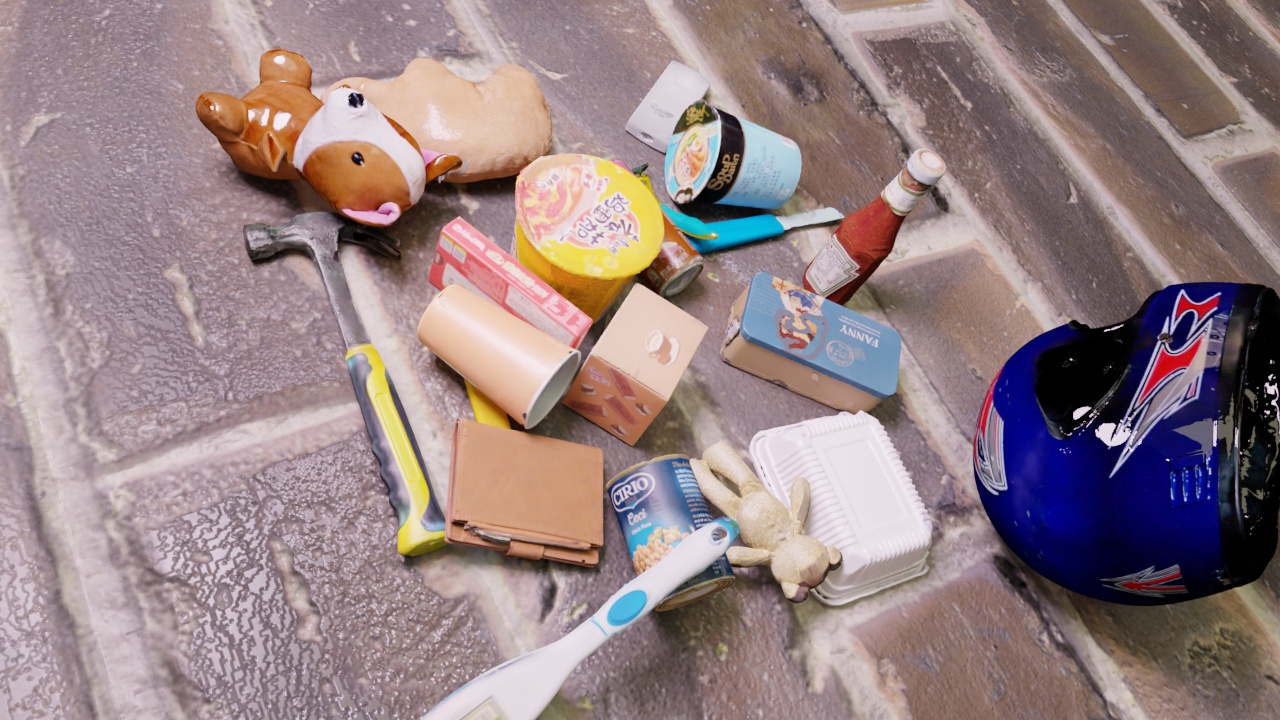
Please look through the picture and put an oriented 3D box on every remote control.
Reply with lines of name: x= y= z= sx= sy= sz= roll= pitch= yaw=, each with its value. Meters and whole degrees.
remote control: x=0.034 y=-0.294 z=1.057 sx=0.056 sy=0.019 sz=0.134 roll=30 pitch=54 yaw=-2

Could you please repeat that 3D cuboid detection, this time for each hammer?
hammer: x=-0.224 y=0.008 z=0.765 sx=0.126 sy=0.032 sz=0.323 roll=-15 pitch=67 yaw=-27

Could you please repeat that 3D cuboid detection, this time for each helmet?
helmet: x=0.446 y=0.068 z=0.858 sx=0.247 sy=0.241 sz=0.314 roll=52 pitch=54 yaw=-34

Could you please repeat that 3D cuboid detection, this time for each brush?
brush: x=-0.056 y=0.215 z=0.657 sx=0.313 sy=0.110 sz=0.060 roll=-29 pitch=72 yaw=-32

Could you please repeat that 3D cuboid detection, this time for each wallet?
wallet: x=-0.091 y=0.107 z=0.745 sx=0.131 sy=0.031 sz=0.107 roll=14 pitch=54 yaw=-25

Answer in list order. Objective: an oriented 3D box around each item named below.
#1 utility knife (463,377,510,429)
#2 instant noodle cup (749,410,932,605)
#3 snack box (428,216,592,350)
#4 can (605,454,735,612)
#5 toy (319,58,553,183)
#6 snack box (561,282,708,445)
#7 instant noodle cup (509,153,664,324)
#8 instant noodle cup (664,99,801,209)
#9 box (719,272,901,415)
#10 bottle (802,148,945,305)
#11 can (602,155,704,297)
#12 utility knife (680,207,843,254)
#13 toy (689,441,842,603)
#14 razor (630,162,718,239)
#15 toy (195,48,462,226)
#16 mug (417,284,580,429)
utility knife: x=-0.142 y=0.020 z=0.800 sx=0.033 sy=0.015 sz=0.163 roll=-11 pitch=66 yaw=-20
instant noodle cup: x=0.193 y=0.123 z=0.843 sx=0.137 sy=0.060 sz=0.173 roll=-11 pitch=63 yaw=-26
snack box: x=-0.118 y=-0.054 z=0.817 sx=0.153 sy=0.075 sz=0.025 roll=38 pitch=53 yaw=4
can: x=0.025 y=0.143 z=0.753 sx=0.075 sy=0.075 sz=0.111 roll=-10 pitch=65 yaw=-26
toy: x=-0.197 y=-0.236 z=0.901 sx=0.225 sy=0.083 sz=0.143 roll=-2 pitch=58 yaw=-18
snack box: x=-0.005 y=0.005 z=0.814 sx=0.077 sy=0.095 sz=0.092 roll=32 pitch=54 yaw=-1
instant noodle cup: x=-0.060 y=-0.104 z=0.849 sx=0.138 sy=0.110 sz=0.137 roll=10 pitch=58 yaw=-16
instant noodle cup: x=0.104 y=-0.211 z=0.991 sx=0.120 sy=0.111 sz=0.111 roll=8 pitch=57 yaw=-28
box: x=0.176 y=-0.012 z=0.917 sx=0.184 sy=0.062 sz=0.089 roll=20 pitch=56 yaw=-7
bottle: x=0.233 y=-0.130 z=0.921 sx=0.059 sy=0.207 sz=0.059 roll=10 pitch=56 yaw=-16
can: x=0.000 y=-0.135 z=0.923 sx=0.057 sy=0.058 sz=0.147 roll=-29 pitch=74 yaw=-33
utility knife: x=0.131 y=-0.145 z=1.005 sx=0.236 sy=0.018 sz=0.034 roll=-14 pitch=65 yaw=-27
toy: x=0.100 y=0.137 z=0.795 sx=0.105 sy=0.066 sz=0.157 roll=-36 pitch=68 yaw=-21
razor: x=0.031 y=-0.160 z=0.957 sx=0.043 sy=0.028 sz=0.132 roll=-28 pitch=58 yaw=-38
toy: x=-0.269 y=-0.193 z=0.803 sx=0.199 sy=0.131 sz=0.139 roll=31 pitch=54 yaw=3
mug: x=-0.122 y=-0.007 z=0.770 sx=0.123 sy=0.078 sz=0.078 roll=33 pitch=54 yaw=9
